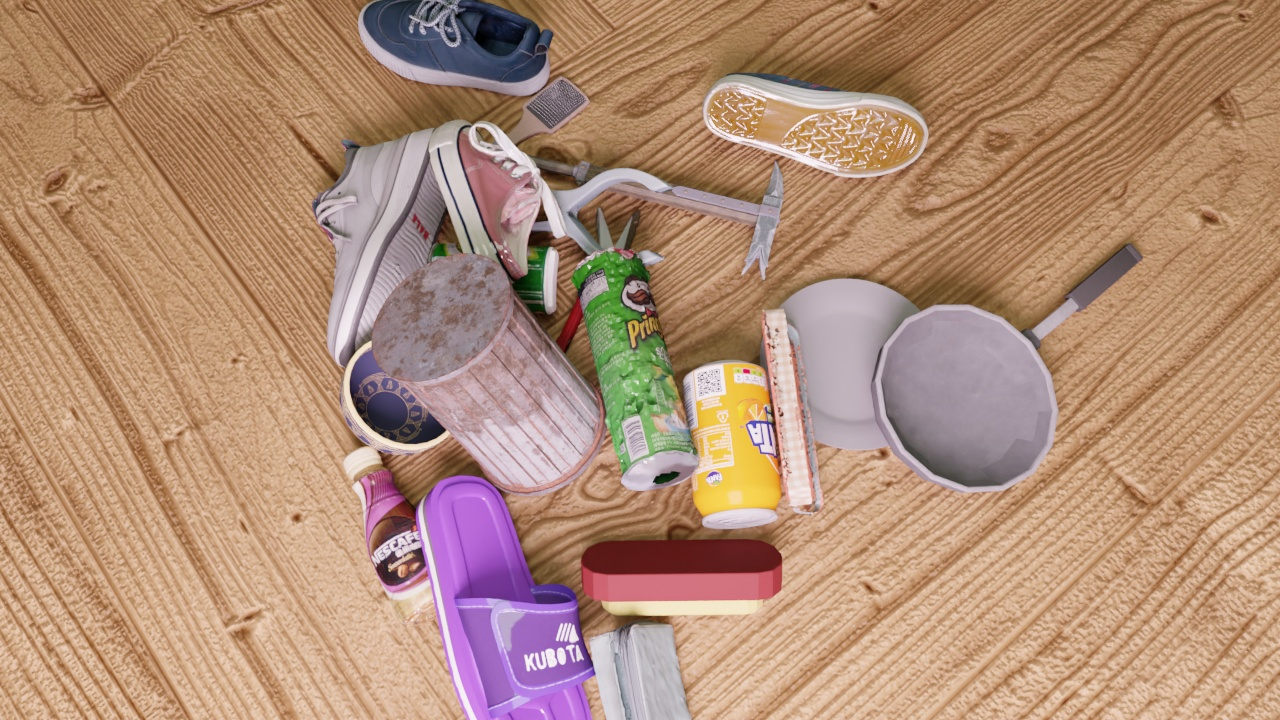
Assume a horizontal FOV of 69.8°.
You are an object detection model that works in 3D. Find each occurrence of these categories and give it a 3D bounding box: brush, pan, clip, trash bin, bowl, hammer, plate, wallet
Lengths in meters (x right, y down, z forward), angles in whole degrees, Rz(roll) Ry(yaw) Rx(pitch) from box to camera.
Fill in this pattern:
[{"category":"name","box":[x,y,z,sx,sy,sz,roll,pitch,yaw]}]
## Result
[{"category":"brush","box":[-0.119,-0.262,1.005,0.135,0.015,0.050,-42,75,-14]},{"category":"pan","box":[0.363,-0.011,0.880,0.356,0.041,0.178,-35,82,-18]},{"category":"clip","box":[-0.050,-0.118,0.923,0.172,0.029,0.141,0,93,21]},{"category":"trash bin","box":[-0.120,0.021,0.791,0.131,0.211,0.130,-11,54,16]},{"category":"bowl","box":[-0.230,0.039,0.861,0.112,0.061,0.112,16,58,-28]},{"category":"hammer","box":[-0.008,-0.187,0.963,0.317,0.028,0.146,15,60,6]},{"category":"brush","box":[0.036,0.189,0.796,0.173,0.082,0.042,-1,99,1]},{"category":"plate","box":[0.206,0.003,0.896,0.178,0.012,0.178,-1,69,1]},{"category":"wallet","box":[0.005,0.283,0.751,0.054,0.100,0.131,-26,66,19]}]

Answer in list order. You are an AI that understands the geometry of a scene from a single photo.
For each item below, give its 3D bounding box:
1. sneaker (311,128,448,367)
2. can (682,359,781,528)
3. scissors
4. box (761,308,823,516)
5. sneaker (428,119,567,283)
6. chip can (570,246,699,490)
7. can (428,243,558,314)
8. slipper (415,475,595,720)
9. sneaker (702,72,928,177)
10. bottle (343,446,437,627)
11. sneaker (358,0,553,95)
[{"category":"sneaker","box":[-0.281,-0.119,0.920,0.129,0.097,0.262,6,70,16]},{"category":"can","box":[0.083,0.076,0.835,0.079,0.079,0.142,-4,69,0]},{"category":"scissors","box":[-0.033,-0.060,0.925,0.193,0.015,0.179,-40,72,-13]},{"category":"box","box":[0.137,0.046,0.837,0.043,0.083,0.186,-8,70,10]},{"category":"sneaker","box":[-0.136,-0.165,0.874,0.088,0.118,0.240,-27,48,5]},{"category":"chip can","box":[-0.006,0.006,0.836,0.075,0.075,0.223,-13,62,-4]},{"category":"can","box":[-0.144,-0.081,0.908,0.121,0.067,0.067,2,69,3]},{"category":"slipper","box":[-0.102,0.206,0.763,0.107,0.084,0.266,2,55,-47]},{"category":"sneaker","box":[0.183,-0.256,0.975,0.235,0.088,0.079,11,35,2]},{"category":"bottle","box":[-0.220,0.153,0.823,0.059,0.060,0.166,-28,71,-9]},{"category":"sneaker","box":[-0.207,-0.359,1.006,0.235,0.087,0.089,15,70,7]}]
